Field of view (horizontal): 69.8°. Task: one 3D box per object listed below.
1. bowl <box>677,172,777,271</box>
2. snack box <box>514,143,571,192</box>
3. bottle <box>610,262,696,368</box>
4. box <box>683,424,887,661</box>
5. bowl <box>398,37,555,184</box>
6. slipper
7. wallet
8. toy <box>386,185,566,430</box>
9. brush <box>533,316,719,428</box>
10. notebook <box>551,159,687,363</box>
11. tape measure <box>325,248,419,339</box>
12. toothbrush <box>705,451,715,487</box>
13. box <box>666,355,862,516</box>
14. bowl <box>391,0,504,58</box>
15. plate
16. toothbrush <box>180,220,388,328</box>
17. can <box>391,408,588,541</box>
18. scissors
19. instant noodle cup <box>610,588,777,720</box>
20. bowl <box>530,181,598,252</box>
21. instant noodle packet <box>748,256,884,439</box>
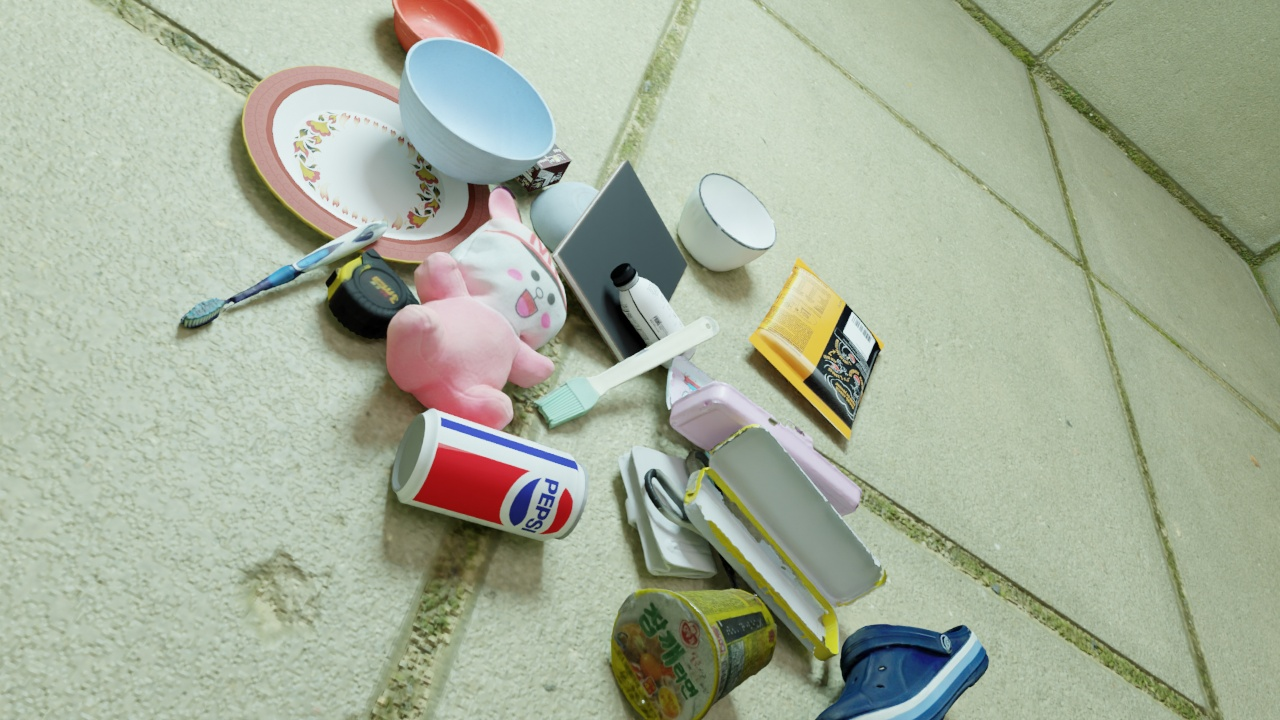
[{"bbox_3d":[0.096,-0.156,1.079,0.116,0.066,0.116,24,44,-25],"label":"bowl"},{"bbox_3d":[-0.141,-0.239,0.954,0.141,0.032,0.050,46,39,10],"label":"snack box"},{"bbox_3d":[0.010,-0.045,0.895,0.116,0.041,0.041,54,33,-29],"label":"bottle"},{"bbox_3d":[0.133,0.159,0.798,0.210,0.080,0.083,49,25,-16],"label":"box"},{"bbox_3d":[-0.162,-0.220,0.859,0.150,0.075,0.150,23,44,-25],"label":"bowl"},{"bbox_3d":[0.210,0.274,0.785,0.252,0.105,0.095,-6,60,-49],"label":"slipper"},{"bbox_3d":[0.022,0.134,0.796,0.086,0.032,0.116,23,41,-42],"label":"wallet"},{"bbox_3d":[-0.127,-0.041,0.762,0.142,0.084,0.212,54,38,-27],"label":"toy"},{"bbox_3d":[-0.005,0.005,0.849,0.217,0.012,0.033,-28,77,-34],"label":"brush"},{"bbox_3d":[-0.013,-0.101,0.936,0.141,0.008,0.208,58,34,-24],"label":"notebook"},{"bbox_3d":[-0.216,-0.047,0.732,0.067,0.038,0.062,46,31,-4],"label":"tape measure"},{"bbox_3d":[0.069,0.098,0.877,0.016,0.016,0.180,31,40,-31],"label":"toothbrush"},{"bbox_3d":[0.118,0.067,0.877,0.201,0.101,0.102,37,46,-23],"label":"box"},{"bbox_3d":[-0.214,-0.349,0.984,0.130,0.045,0.130,24,44,-25],"label":"bowl"},{"bbox_3d":[-0.242,-0.175,0.828,0.229,0.021,0.229,24,44,-25],"label":"plate"},{"bbox_3d":[-0.264,-0.071,0.702,0.016,0.017,0.188,52,48,-2],"label":"toothbrush"},{"bbox_3d":[-0.111,0.087,0.682,0.132,0.070,0.070,22,45,-27],"label":"can"},{"bbox_3d":[0.060,0.142,0.795,0.157,0.013,0.168,35,33,-28],"label":"scissors"},{"bbox_3d":[0.047,0.216,0.702,0.108,0.102,0.102,4,54,-51],"label":"instant noodle cup"},{"bbox_3d":[-0.058,-0.146,0.953,0.106,0.039,0.106,24,44,-25],"label":"bowl"},{"bbox_3d":[0.217,-0.022,1.098,0.160,0.032,0.220,44,39,-6],"label":"instant noodle packet"}]
